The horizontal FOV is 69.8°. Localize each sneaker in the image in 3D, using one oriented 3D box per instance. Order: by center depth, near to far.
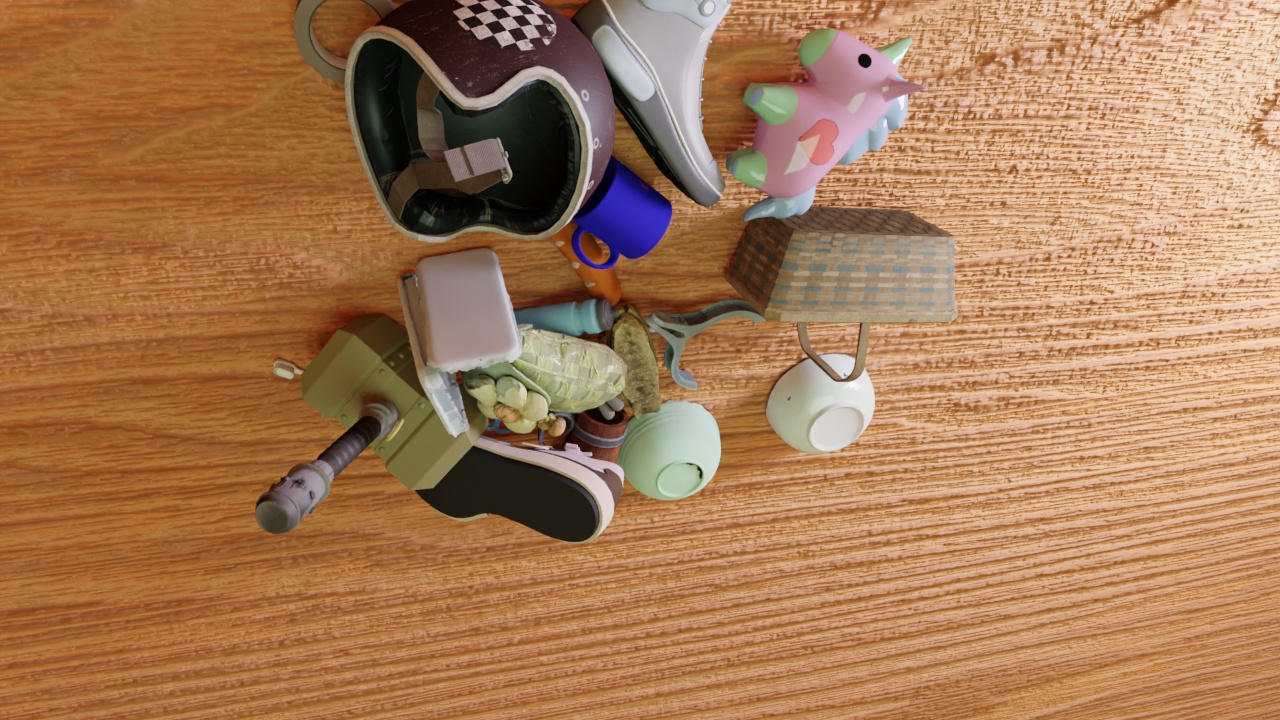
[{"bbox_3d":[0.053,-0.286,0.928,0.160,0.093,0.256,-40,129,4],"label":"sneaker"},{"bbox_3d":[-0.151,0.133,1.131,0.294,0.116,0.112,6,112,27],"label":"sneaker"}]

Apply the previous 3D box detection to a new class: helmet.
[{"bbox_3d":[-0.141,-0.209,0.807,0.252,0.234,0.234,-27,165,-36],"label":"helmet"}]

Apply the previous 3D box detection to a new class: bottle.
[{"bbox_3d":[-0.088,-0.047,1.062,0.130,0.040,0.040,-7,131,15],"label":"bottle"}]

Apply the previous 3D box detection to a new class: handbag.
[{"bbox_3d":[-0.108,0.030,1.038,0.186,0.116,0.113,16,153,-31],"label":"handbag"}]

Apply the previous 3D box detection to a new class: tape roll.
[{"bbox_3d":[-0.268,-0.304,0.843,0.093,0.030,0.094,-8,128,-11],"label":"tape roll"}]

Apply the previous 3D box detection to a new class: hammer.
[{"bbox_3d":[-0.288,0.082,0.918,0.190,0.324,0.101,42,108,-7],"label":"hammer"}]

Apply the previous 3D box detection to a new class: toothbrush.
[{"bbox_3d":[-0.345,0.036,1.087,0.181,0.018,0.016,23,118,-31],"label":"toothbrush"}]

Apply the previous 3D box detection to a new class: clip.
[{"bbox_3d":[0.066,-0.010,1.157,0.168,0.031,0.165,-5,134,-25],"label":"clip"}]

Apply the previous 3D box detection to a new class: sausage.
[{"bbox_3d":[-0.069,-0.122,1.037,0.044,0.039,0.164,-25,130,15],"label":"sausage"}]

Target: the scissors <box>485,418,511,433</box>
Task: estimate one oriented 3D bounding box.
[{"bbox_3d":[-0.165,0.037,1.150,0.055,0.015,0.137,11,116,-26],"label":"scissors"}]

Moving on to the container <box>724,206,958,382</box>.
[{"bbox_3d":[0.237,-0.077,1.094,0.249,0.157,0.187,-1,115,-17],"label":"container"}]

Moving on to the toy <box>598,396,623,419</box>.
[{"bbox_3d":[-0.069,0.027,1.142,0.111,0.030,0.049,44,107,-7],"label":"toy"}]

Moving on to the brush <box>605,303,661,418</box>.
[{"bbox_3d":[-0.007,0.007,1.141,0.059,0.043,0.196,-16,138,-3],"label":"brush"}]

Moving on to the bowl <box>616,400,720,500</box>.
[{"bbox_3d":[0.045,0.136,1.245,0.150,0.077,0.151,-8,129,-11],"label":"bowl"}]

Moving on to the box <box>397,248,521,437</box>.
[{"bbox_3d":[-0.192,-0.018,0.970,0.130,0.210,0.106,-13,130,-6],"label":"box"}]

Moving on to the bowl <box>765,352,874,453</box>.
[{"bbox_3d":[0.256,0.072,1.264,0.153,0.072,0.154,-9,129,-11],"label":"bowl"}]

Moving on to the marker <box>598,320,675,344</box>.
[{"bbox_3d":[0.017,-0.039,1.144,0.142,0.012,0.013,-13,129,-6],"label":"marker"}]

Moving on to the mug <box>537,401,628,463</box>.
[{"bbox_3d":[-0.080,0.110,1.187,0.117,0.081,0.111,8,120,-22],"label":"mug"}]

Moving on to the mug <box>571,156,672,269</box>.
[{"bbox_3d":[-0.030,-0.150,0.991,0.083,0.079,0.111,32,83,-34],"label":"mug"}]

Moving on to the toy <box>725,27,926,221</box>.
[{"bbox_3d":[0.191,-0.244,0.977,0.171,0.120,0.222,11,111,-9],"label":"toy"}]
